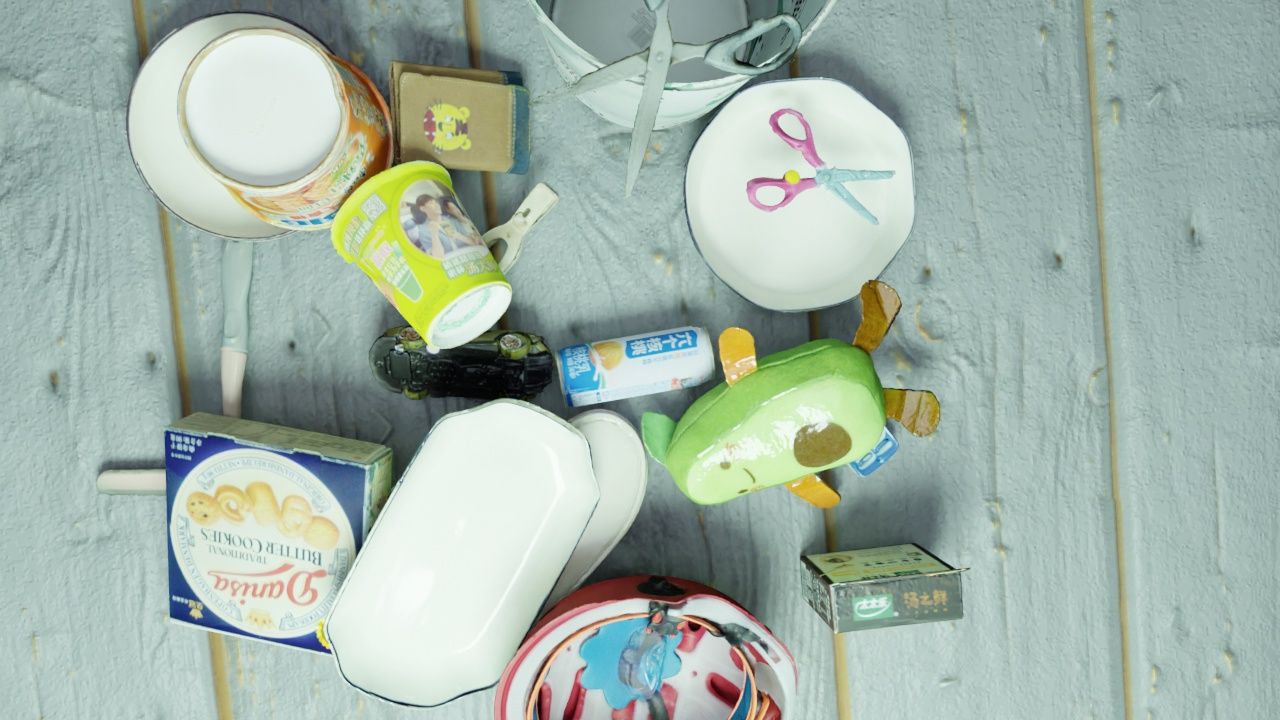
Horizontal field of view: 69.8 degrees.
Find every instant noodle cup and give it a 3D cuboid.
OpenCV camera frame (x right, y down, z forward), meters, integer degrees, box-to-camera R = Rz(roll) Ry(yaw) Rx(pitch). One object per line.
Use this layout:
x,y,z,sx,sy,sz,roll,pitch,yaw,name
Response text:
-0.275,-0.182,0.709,0.151,0.111,0.151,0,92,-6,instant noodle cup
-0.170,-0.078,0.744,0.111,0.112,0.123,-38,74,-1,instant noodle cup

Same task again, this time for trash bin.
0.018,-0.291,0.692,0.229,0.252,0.229,0,93,-3,trash bin

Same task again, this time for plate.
0.138,-0.145,0.812,0.205,0.045,0.205,0,93,-3,plate
-0.330,-0.196,0.781,0.192,0.039,0.192,0,92,-5,plate
-0.142,0.153,0.741,0.162,0.034,0.265,28,91,-26,plate

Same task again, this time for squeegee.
-0.350,0.000,0.793,0.247,0.040,0.249,2,92,-3,squeegee

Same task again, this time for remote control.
0.179,0.046,0.835,0.049,0.024,0.125,-39,95,-1,remote control

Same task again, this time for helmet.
-0.001,0.271,0.775,0.240,0.144,0.207,17,96,-8,helmet

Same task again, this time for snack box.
0.208,0.194,0.794,0.113,0.125,0.053,-6,93,-4,snack box
-0.301,0.147,0.764,0.178,0.045,0.183,8,105,10,snack box

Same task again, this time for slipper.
-0.091,0.164,0.810,0.114,0.054,0.274,34,88,-5,slipper

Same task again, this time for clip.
-0.111,-0.113,0.801,0.034,0.070,0.100,40,97,-4,clip

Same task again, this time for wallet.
-0.151,-0.204,0.774,0.115,0.033,0.090,-3,92,-29,wallet

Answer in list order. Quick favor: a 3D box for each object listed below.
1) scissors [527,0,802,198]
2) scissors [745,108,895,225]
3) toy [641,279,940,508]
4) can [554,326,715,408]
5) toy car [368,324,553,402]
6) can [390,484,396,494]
0.017,-0.187,0.568,0.159,0.014,0.178,11,96,-3,scissors
0.153,-0.166,0.782,0.133,0.017,0.118,-5,89,-7,scissors
0.128,0.049,0.775,0.247,0.090,0.227,-28,119,7,toy
-0.005,0.005,0.806,0.134,0.053,0.053,-10,94,-3,can
-0.155,0.002,0.796,0.158,0.042,0.070,5,128,-4,toy car
-0.165,0.105,0.791,0.147,0.058,0.058,-41,95,7,can
